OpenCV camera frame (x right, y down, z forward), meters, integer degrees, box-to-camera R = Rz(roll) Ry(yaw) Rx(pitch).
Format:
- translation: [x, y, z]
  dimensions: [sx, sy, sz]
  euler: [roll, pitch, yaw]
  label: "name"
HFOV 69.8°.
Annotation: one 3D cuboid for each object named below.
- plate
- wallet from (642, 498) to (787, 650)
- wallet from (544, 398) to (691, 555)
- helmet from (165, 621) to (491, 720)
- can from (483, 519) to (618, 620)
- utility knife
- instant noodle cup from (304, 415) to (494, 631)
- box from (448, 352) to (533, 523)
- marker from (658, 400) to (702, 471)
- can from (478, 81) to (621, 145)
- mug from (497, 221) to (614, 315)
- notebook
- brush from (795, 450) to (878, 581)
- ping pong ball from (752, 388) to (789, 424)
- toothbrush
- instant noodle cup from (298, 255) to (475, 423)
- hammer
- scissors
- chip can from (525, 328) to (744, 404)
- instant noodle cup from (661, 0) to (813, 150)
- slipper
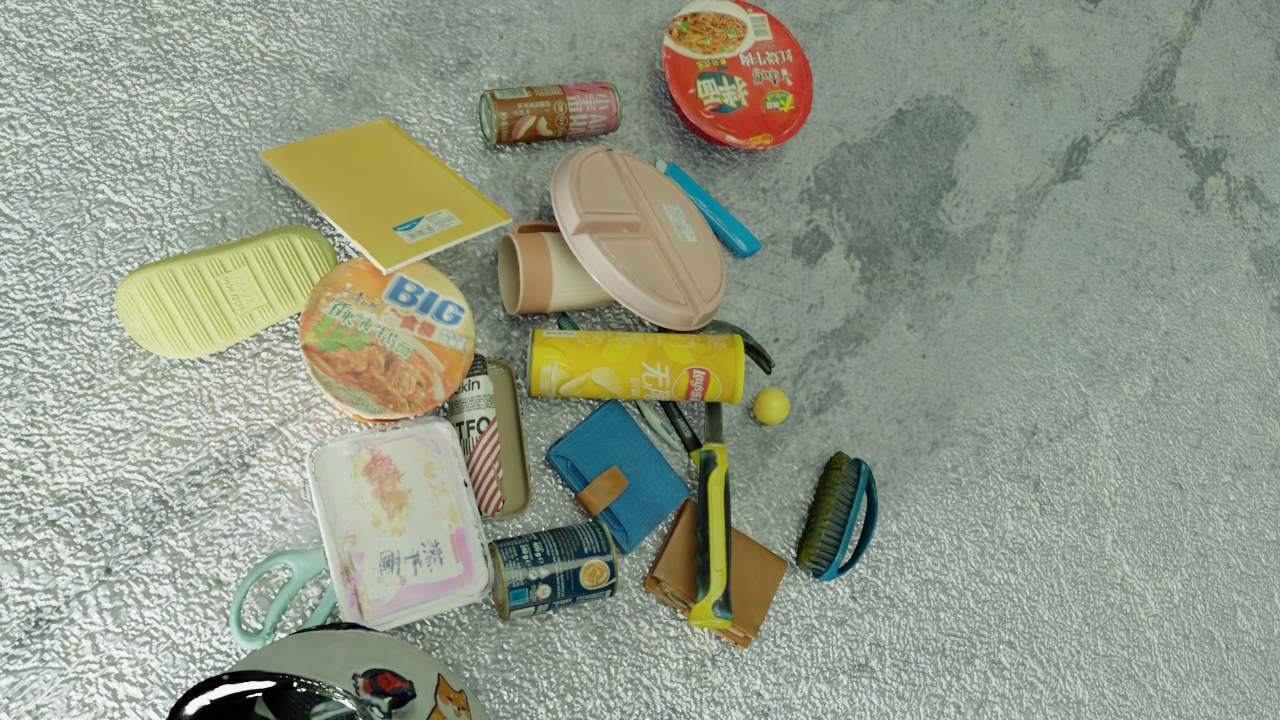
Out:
- translation: [0.007, -0.134, 0.956]
  dimensions: [0.229, 0.028, 0.229]
  euler: [28, 41, -28]
  label: "plate"
- translation: [0.079, 0.221, 0.947]
  dimensions: [0.132, 0.031, 0.107]
  euler: [33, 65, -9]
  label: "wallet"
- translation: [-0.023, 0.116, 0.935]
  dimensions: [0.106, 0.040, 0.133]
  euler: [-39, 92, -29]
  label: "wallet"
- translation: [-0.217, 0.314, 0.735]
  dimensions: [0.274, 0.231, 0.156]
  euler: [42, 24, -3]
  label: "helmet"
- translation: [-0.085, 0.197, 0.868]
  dimensions: [0.111, 0.075, 0.075]
  euler: [-7, 79, -22]
  label: "can"
- translation: [0.075, -0.177, 1.056]
  dimensions: [0.159, 0.018, 0.034]
  euler: [43, 54, -4]
  label: "utility knife"
- translation: [-0.219, 0.147, 0.827]
  dimensions: [0.137, 0.060, 0.173]
  euler: [-12, 80, -29]
  label: "instant noodle cup"
- translation: [-0.142, 0.074, 0.892]
  dimensions: [0.087, 0.076, 0.163]
  euler: [-1, 77, -50]
  label: "box"
- translation: [0.053, 0.085, 0.982]
  dimensions: [0.018, 0.015, 0.124]
  euler: [-29, 86, -27]
  label: "marker"
- translation: [-0.097, -0.268, 0.994]
  dimensions: [0.147, 0.058, 0.058]
  euler: [-11, 80, -22]
  label: "can"
- translation: [-0.089, -0.102, 0.949]
  dimensions: [0.105, 0.082, 0.114]
  euler: [-5, 48, -23]
  label: "mug"
- translation: [-0.242, -0.164, 0.870]
  dimensions: [0.206, 0.010, 0.145]
  euler: [39, 48, 24]
  label: "notebook"
- translation: [0.220, 0.173, 0.998]
  dimensions: [0.073, 0.055, 0.143]
  euler: [27, 69, -12]
  label: "brush"
- translation: [0.144, 0.050, 1.010]
  dimensions: [0.040, 0.040, 0.040]
  euler: [5, 75, -19]
  label: "ping pong ball"
- translation: [-0.023, 0.024, 0.969]
  dimensions: [0.018, 0.016, 0.191]
  euler: [-41, 92, -14]
  label: "toothbrush"
- translation: [-0.236, -0.010, 0.846]
  dimensions: [0.151, 0.112, 0.151]
  euler: [5, 75, -19]
  label: "instant noodle cup"
- translation: [0.078, 0.108, 0.942]
  dimensions: [0.126, 0.032, 0.322]
  euler: [3, 67, -5]
  label: "hammer"
- translation: [-0.302, 0.185, 0.825]
  dimensions: [0.129, 0.019, 0.185]
  euler: [19, 69, -15]
  label: "scissors"
- translation: [-0.005, 0.005, 0.919]
  dimensions: [0.213, 0.072, 0.072]
  euler: [2, 75, -4]
  label: "chip can"
- translation: [0.105, -0.325, 1.079]
  dimensions: [0.193, 0.066, 0.193]
  euler: [5, 76, -19]
  label: "instant noodle cup"
- translation: [-0.368, -0.067, 0.835]
  dimensions: [0.190, 0.081, 0.092]
  euler: [-21, 109, -10]
  label: "slipper"
